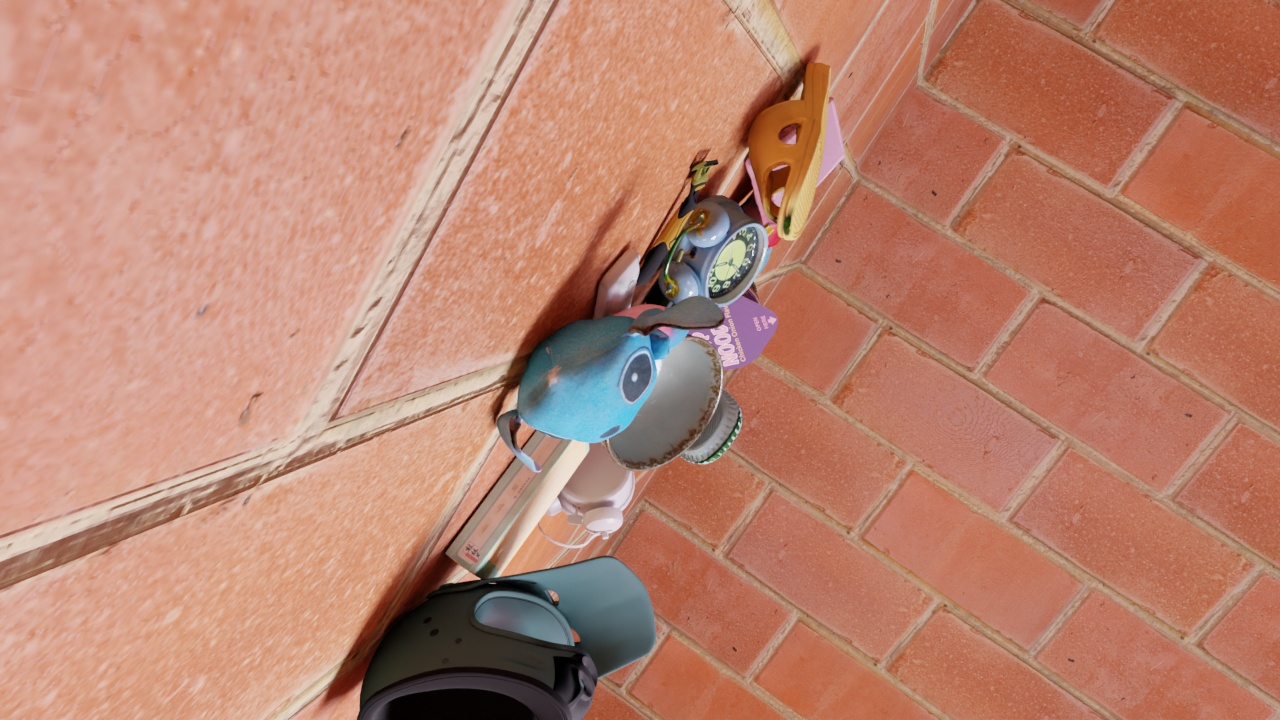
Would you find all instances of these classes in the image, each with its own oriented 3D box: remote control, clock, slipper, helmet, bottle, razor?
[{"bbox_3d":[-0.023,-0.053,0.862,0.050,0.022,0.134,-51,171,-24],"label":"remote control"},{"bbox_3d":[0.072,-0.113,0.972,0.161,0.060,0.118,-9,127,-51],"label":"clock"},{"bbox_3d":[0.033,0.039,1.114,0.116,0.069,0.276,-55,-151,3],"label":"slipper"},{"bbox_3d":[-0.132,0.297,0.893,0.275,0.176,0.199,-21,-167,19],"label":"helmet"},{"bbox_3d":[-0.068,0.158,1.127,0.061,0.120,0.158,92,21,-59],"label":"clock"},{"bbox_3d":[0.025,-0.068,1.043,0.123,0.033,0.033,-56,172,6],"label":"bottle"},{"bbox_3d":[0.158,-0.231,0.995,0.100,0.078,0.262,80,22,-49],"label":"slipper"},{"bbox_3d":[0.031,-0.131,0.885,0.144,0.021,0.044,-57,172,23],"label":"razor"}]

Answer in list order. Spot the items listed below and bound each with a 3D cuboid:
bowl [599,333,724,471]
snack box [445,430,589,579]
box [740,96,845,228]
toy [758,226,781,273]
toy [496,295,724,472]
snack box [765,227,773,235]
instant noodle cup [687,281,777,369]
[{"bbox_3d":[0.000,0.027,0.981,0.159,0.094,0.160,-23,131,-30],"label":"bowl"},{"bbox_3d":[-0.125,0.148,0.991,0.193,0.044,0.142,-53,171,-15],"label":"snack box"},{"bbox_3d":[0.166,-0.247,1.172,0.231,0.116,0.107,-48,129,-45],"label":"box"},{"bbox_3d":[0.172,-0.183,1.303,0.092,0.062,0.133,-60,168,-45],"label":"toy"},{"bbox_3d":[-0.022,0.003,0.784,0.224,0.099,0.191,-40,176,21],"label":"toy"},{"bbox_3d":[0.107,-0.119,1.131,0.075,0.025,0.151,-45,-179,43],"label":"snack box"},{"bbox_3d":[0.128,-0.072,1.300,0.137,0.122,0.121,-14,-151,18],"label":"instant noodle cup"}]
